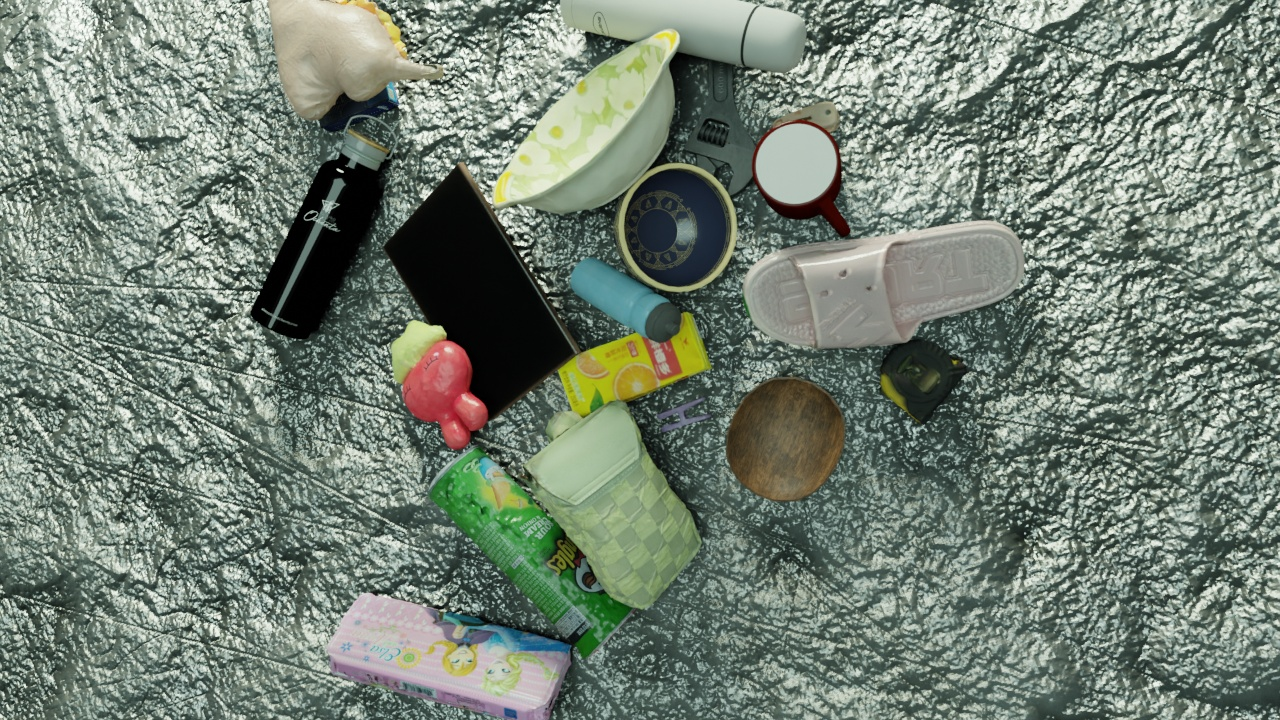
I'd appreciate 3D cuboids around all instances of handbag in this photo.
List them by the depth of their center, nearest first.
[{"bbox_3d":[-0.030,0.129,0.840,0.113,0.117,0.186,-35,109,-15],"label":"handbag"}]

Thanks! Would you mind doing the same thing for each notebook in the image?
[{"bbox_3d":[-0.157,-0.062,0.881,0.142,0.008,0.209,-36,83,35],"label":"notebook"}]

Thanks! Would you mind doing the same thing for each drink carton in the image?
[{"bbox_3d":[-0.005,0.005,0.860,0.135,0.043,0.058,-22,85,14],"label":"drink carton"}]

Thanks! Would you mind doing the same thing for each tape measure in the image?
[{"bbox_3d":[0.243,0.012,0.804,0.062,0.038,0.067,39,100,9],"label":"tape measure"}]

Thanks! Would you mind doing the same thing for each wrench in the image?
[{"bbox_3d":[0.074,-0.286,0.844,0.073,0.018,0.273,-1,90,14],"label":"wrench"}]

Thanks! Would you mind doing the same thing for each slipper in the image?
[{"bbox_3d":[0.208,-0.059,0.785,0.239,0.064,0.094,-10,111,9],"label":"slipper"}]

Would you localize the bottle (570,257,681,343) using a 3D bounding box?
[{"bbox_3d":[-0.011,-0.053,0.832,0.130,0.040,0.040,34,100,39],"label":"bottle"}]

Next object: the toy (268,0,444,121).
[{"bbox_3d":[-0.301,-0.365,0.883,0.196,0.065,0.264,-12,83,5],"label":"toy"}]

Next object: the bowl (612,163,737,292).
[{"bbox_3d":[0.024,-0.119,0.833,0.112,0.061,0.112,-2,96,-21],"label":"bowl"}]

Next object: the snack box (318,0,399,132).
[{"bbox_3d":[-0.302,-0.316,0.925,0.082,0.027,0.150,-16,89,13],"label":"snack box"}]

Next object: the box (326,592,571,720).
[{"bbox_3d":[-0.187,0.312,0.907,0.230,0.084,0.097,10,126,12],"label":"box"}]

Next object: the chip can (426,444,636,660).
[{"bbox_3d":[-0.105,0.179,0.874,0.223,0.075,0.075,44,100,8],"label":"chip can"}]

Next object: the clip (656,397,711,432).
[{"bbox_3d":[0.041,0.055,0.866,0.053,0.013,0.036,-6,90,16],"label":"clip"}]

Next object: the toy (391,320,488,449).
[{"bbox_3d":[-0.199,0.024,0.898,0.092,0.045,0.135,-43,73,30],"label":"toy"}]

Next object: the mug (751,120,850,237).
[{"bbox_3d":[0.147,-0.151,0.798,0.073,0.082,0.105,-38,84,11],"label":"mug"}]

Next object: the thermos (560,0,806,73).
[{"bbox_3d":[0.037,-0.303,0.819,0.224,0.052,0.052,19,96,19],"label":"thermos"}]

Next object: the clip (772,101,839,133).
[{"bbox_3d":[0.148,-0.213,0.817,0.061,0.043,0.025,-11,88,8],"label":"clip"}]

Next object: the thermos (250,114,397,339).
[{"bbox_3d":[-0.311,-0.136,0.916,0.061,0.061,0.231,31,98,10],"label":"thermos"}]

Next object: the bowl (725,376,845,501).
[{"bbox_3d":[0.133,0.071,0.838,0.102,0.026,0.114,27,97,11],"label":"bowl"}]

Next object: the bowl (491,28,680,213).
[{"bbox_3d":[-0.035,-0.194,0.813,0.220,0.188,0.060,-38,121,15],"label":"bowl"}]
